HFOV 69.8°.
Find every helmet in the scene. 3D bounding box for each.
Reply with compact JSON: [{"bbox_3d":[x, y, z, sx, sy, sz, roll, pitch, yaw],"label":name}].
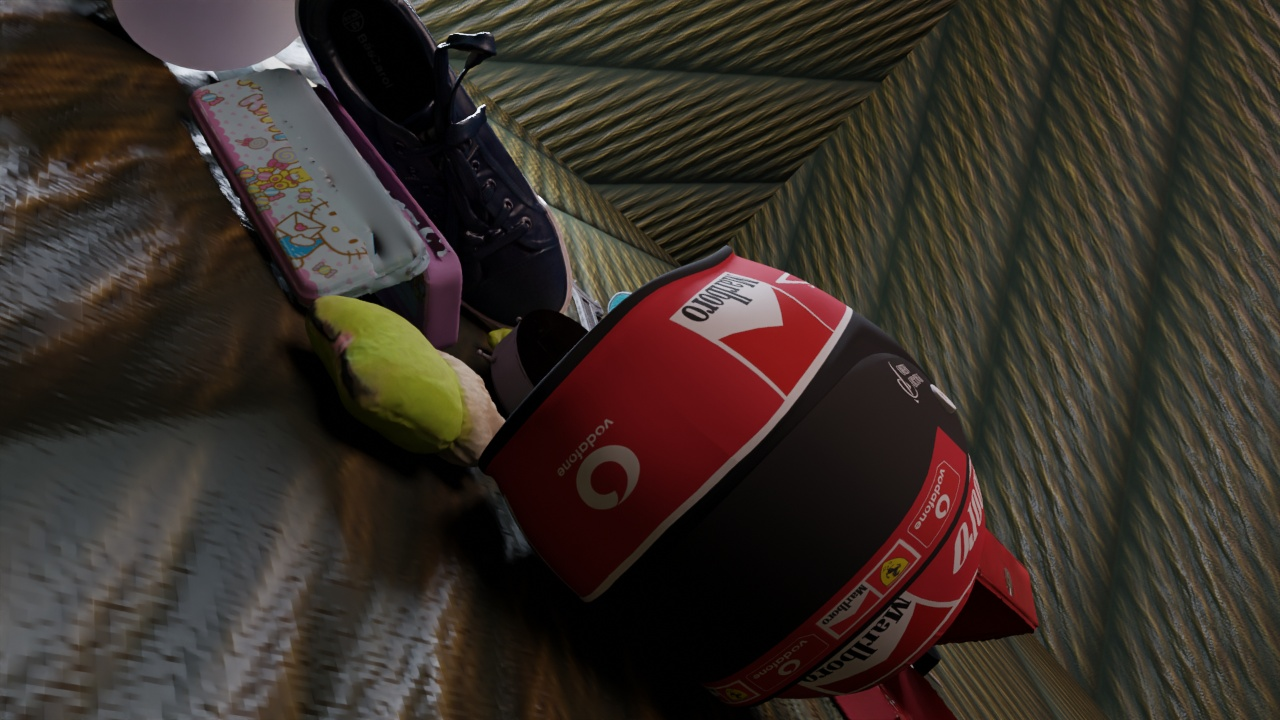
[{"bbox_3d":[0.067,0.067,0.484,0.224,0.198,0.270,44,17,2],"label":"helmet"}]

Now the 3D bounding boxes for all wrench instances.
[{"bbox_3d":[-0.058,-0.045,1.039,0.070,0.010,0.273,41,10,-19],"label":"wrench"}]

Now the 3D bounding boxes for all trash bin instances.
[{"bbox_3d":[-0.323,-0.321,0.637,0.199,0.196,0.195,58,14,21],"label":"trash bin"}]

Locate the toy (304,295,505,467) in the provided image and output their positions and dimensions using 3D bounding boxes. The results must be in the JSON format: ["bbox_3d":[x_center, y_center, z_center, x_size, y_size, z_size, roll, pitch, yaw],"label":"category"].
[{"bbox_3d":[-0.106,0.015,0.445,0.092,0.043,0.117,48,7,37],"label":"toy"}]

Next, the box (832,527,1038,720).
[{"bbox_3d":[0.214,0.191,0.687,0.157,0.165,0.152,35,8,-43],"label":"box"}]

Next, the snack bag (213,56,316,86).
[{"bbox_3d":[-0.247,-0.187,0.768,0.077,0.041,0.225,50,9,29],"label":"snack bag"}]

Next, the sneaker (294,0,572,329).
[{"bbox_3d":[-0.127,-0.134,0.628,0.295,0.120,0.127,60,-4,-27],"label":"sneaker"}]

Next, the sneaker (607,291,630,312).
[{"bbox_3d":[0.047,0.005,1.072,0.160,0.093,0.256,29,17,-30],"label":"sneaker"}]

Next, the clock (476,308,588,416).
[{"bbox_3d":[-0.047,0.023,0.610,0.122,0.035,0.094,49,29,-6],"label":"clock"}]

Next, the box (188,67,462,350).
[{"bbox_3d":[-0.196,-0.089,0.551,0.092,0.090,0.214,-18,52,-32],"label":"box"}]

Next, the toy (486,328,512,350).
[{"bbox_3d":[-0.072,0.005,0.670,0.093,0.036,0.094,35,20,-34],"label":"toy"}]

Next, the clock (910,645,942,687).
[{"bbox_3d":[0.218,0.243,0.830,0.091,0.042,0.120,36,12,-43],"label":"clock"}]
